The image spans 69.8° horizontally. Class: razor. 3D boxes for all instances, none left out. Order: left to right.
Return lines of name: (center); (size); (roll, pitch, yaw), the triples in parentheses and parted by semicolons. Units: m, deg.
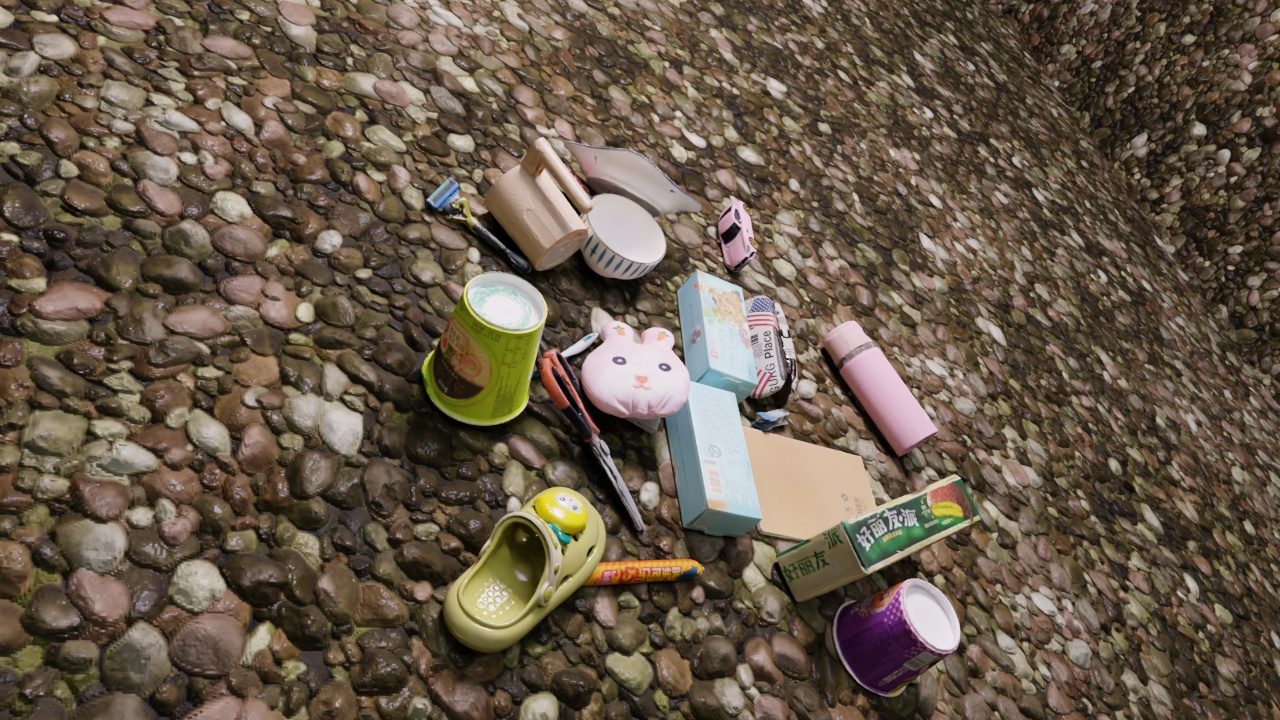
razor: (-0.184, -0.151, 1.075); (0.142, 0.022, 0.042); (41, 73, -8)

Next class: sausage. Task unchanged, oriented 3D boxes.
sausage: (-0.001, 0.208, 0.904); (0.165, 0.022, 0.021); (6, 52, -35)

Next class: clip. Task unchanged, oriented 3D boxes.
clip: (0.167, 0.074, 1.160); (0.026, 0.038, 0.058); (25, 24, 36)

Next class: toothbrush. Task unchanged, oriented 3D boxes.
toothbrush: (-0.098, 0.009, 1.007); (0.018, 0.016, 0.191); (55, 41, -1)

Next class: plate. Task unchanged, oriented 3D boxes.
plate: (-0.016, -0.228, 1.199); (0.164, 0.034, 0.163); (21, -6, 43)

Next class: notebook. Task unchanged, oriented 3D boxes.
notebook: (0.214, 0.161, 1.130); (0.207, 0.008, 0.147); (15, 47, -28)

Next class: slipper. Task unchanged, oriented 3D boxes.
slipper: (-0.093, 0.172, 0.807); (0.091, 0.082, 0.190); (34, 42, 12)

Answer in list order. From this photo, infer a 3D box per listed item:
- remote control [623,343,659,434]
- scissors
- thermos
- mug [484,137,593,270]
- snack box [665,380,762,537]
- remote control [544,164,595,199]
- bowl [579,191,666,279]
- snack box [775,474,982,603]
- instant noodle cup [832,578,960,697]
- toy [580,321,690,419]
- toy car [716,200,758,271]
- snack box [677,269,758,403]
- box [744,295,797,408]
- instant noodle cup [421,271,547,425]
remote control: (0.008, 0.030, 1.068); (0.049, 0.024, 0.124); (30, 42, -12)
scissors: (-0.053, 0.081, 0.947); (0.185, 0.015, 0.208); (49, 15, -45)
thermos: (0.337, 0.038, 1.304); (0.198, 0.067, 0.087); (57, 11, 20)
mug: (-0.113, -0.182, 1.080); (0.084, 0.125, 0.103); (-27, 76, -45)
snack box: (0.079, 0.109, 1.033); (0.074, 0.052, 0.174); (16, 47, -30)
remote control: (-0.086, -0.225, 1.172); (0.056, 0.020, 0.136); (54, 10, 15)
bowl: (-0.032, -0.148, 1.160); (0.116, 0.066, 0.116); (21, 45, -23)
snack box: (0.277, 0.202, 1.051); (0.239, 0.115, 0.063); (-11, 69, -40)
instant noodle cup: (0.283, 0.294, 0.999); (0.111, 0.099, 0.111); (23, 42, -22)
toy: (-0.006, 0.006, 1.030); (0.121, 0.054, 0.159); (7, 37, -7)
toy car: (0.138, -0.185, 1.339); (0.037, 0.056, 0.122); (22, 44, -28)
snack box: (0.096, -0.031, 1.172); (0.074, 0.052, 0.174); (20, 44, -26)
box: (0.158, -0.016, 1.209); (0.087, 0.076, 0.162); (6, 52, -10)
instant noodle cup: (-0.146, -0.018, 0.893); (0.111, 0.124, 0.111); (15, 43, -14)
